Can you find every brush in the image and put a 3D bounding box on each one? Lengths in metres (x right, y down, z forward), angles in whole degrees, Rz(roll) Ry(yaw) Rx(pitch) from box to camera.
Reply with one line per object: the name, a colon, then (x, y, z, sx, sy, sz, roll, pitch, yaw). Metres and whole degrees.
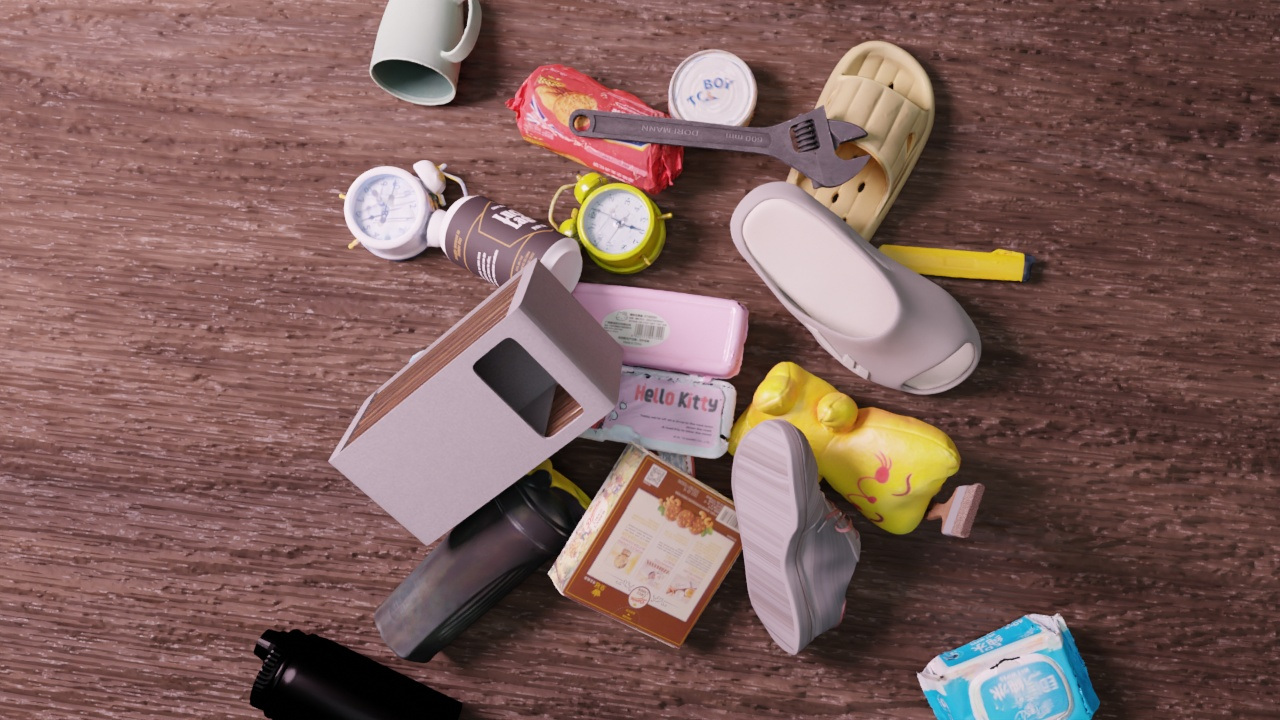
brush: (0.023, 0.047, 0.887, 0.041, 0.030, 0.172, -9, 86, 3)
brush: (0.266, 0.133, 0.806, 0.008, 0.143, 0.045, 22, 80, 4)

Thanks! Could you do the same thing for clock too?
clock: (-0.032, -0.132, 0.887, 0.119, 0.057, 0.083, 21, 89, 11)
clock: (-0.231, -0.150, 0.907, 0.125, 0.052, 0.089, -13, 85, 1)

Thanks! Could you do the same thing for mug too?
mug: (-0.200, -0.317, 0.889, 0.111, 0.084, 0.104, -1, 74, 33)

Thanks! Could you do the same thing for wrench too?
wrench: (0.069, -0.201, 0.828, 0.273, 0.018, 0.073, 7, 95, 5)

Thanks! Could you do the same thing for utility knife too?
utility knife: (0.294, -0.095, 0.880, 0.159, 0.017, 0.030, 6, 83, 4)

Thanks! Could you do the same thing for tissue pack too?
tissue pack: (0.336, 0.297, 0.833, 0.144, 0.061, 0.093, -25, 85, 2)

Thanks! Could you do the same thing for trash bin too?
trash bin: (-0.141, 0.037, 0.810, 0.229, 0.114, 0.114, -37, 110, 19)

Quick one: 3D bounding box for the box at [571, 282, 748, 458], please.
box: (-0.005, 0.005, 0.870, 0.201, 0.037, 0.152, 7, 80, 16)

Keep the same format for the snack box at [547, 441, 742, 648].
snack box: (0.014, 0.172, 0.842, 0.143, 0.041, 0.147, 32, 89, -26)

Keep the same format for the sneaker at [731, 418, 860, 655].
sneaker: (0.149, 0.148, 0.821, 0.089, 0.099, 0.236, -21, 119, -26)

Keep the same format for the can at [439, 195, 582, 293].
can: (-0.122, -0.104, 0.870, 0.129, 0.072, 0.072, 28, 89, 23)

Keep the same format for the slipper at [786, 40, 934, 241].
slipper: (0.200, -0.182, 0.862, 0.111, 0.079, 0.261, 25, 90, 2)

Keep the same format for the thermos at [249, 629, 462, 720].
thermos: (-0.278, 0.322, 0.867, 0.198, 0.086, 0.086, 23, 89, 5)

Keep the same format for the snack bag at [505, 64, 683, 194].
snack bag: (-0.037, -0.224, 0.883, 0.176, 0.082, 0.082, 24, 89, 4)

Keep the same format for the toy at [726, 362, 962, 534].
toy: (0.184, 0.078, 0.846, 0.194, 0.135, 0.087, 25, 46, 10)

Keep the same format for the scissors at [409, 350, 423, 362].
scissors: (-0.184, 0.057, 0.912, 0.140, 0.013, 0.117, 31, 89, 4)

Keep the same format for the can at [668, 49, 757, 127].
can: (0.070, -0.254, 0.892, 0.086, 0.043, 0.086, 0, 87, 3)

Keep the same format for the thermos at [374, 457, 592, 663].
thermos: (-0.149, 0.186, 0.863, 0.221, 0.098, 0.098, -43, 85, 6)

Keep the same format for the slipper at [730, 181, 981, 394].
slipper: (0.190, -0.051, 0.820, 0.266, 0.080, 0.113, 40, 117, -8)
